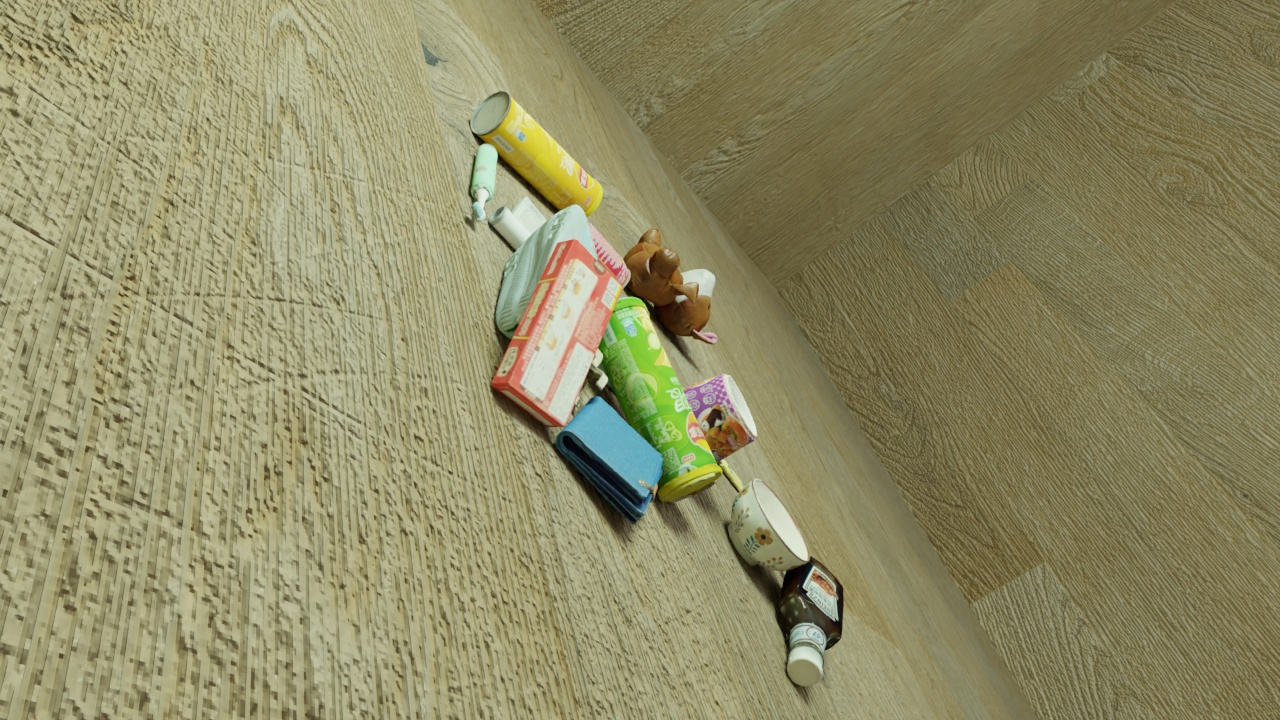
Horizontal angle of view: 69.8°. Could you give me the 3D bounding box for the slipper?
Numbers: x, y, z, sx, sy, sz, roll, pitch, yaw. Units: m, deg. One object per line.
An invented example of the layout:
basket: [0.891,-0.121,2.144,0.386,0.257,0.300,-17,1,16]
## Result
slipper: [-0.086,-0.084,0.931,0.074,0.104,0.245,43,22,-20]

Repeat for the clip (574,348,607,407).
clip: [-0.068,0.018,0.922,0.034,0.081,0.104,49,-3,-14]

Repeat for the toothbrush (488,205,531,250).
toothbrush: [-0.094,-0.093,1.076,0.221,0.027,0.026,47,33,-27]

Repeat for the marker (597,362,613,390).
marker: [-0.036,0.017,1.026,0.130,0.018,0.022,46,10,-32]

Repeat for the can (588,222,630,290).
can: [-0.064,-0.126,1.174,0.094,0.067,0.066,46,16,-29]

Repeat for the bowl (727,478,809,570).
bowl: [0.143,0.203,1.082,0.113,0.062,0.113,48,15,-17]

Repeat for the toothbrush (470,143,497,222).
toothbrush: [-0.182,-0.204,1.058,0.224,0.026,0.027,-101,174,-59]

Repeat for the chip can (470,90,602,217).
chip can: [-0.141,-0.279,1.280,0.213,0.072,0.072,38,21,-46]

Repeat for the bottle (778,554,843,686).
bottle: [0.191,0.293,1.030,0.080,0.044,0.194,44,22,-1]

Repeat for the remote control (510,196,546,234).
remote control: [-0.137,-0.166,1.119,0.049,0.024,0.124,51,14,-16]

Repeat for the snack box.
snack box: [-0.070,-0.024,0.805,0.075,0.026,0.152,42,58,-39]

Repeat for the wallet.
wallet: [-0.024,0.089,0.852,0.106,0.040,0.133,45,14,-2]

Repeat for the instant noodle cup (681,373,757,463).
instant noodle cup: [0.074,0.072,1.056,0.111,0.099,0.111,57,16,-26]

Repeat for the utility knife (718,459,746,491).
utility knife: [0.137,0.175,1.242,0.195,0.020,0.031,48,9,-7]

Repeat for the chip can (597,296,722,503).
chip can: [0.011,0.037,0.972,0.221,0.073,0.072,66,17,18]

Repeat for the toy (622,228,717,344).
toy: [0.056,-0.114,1.455,0.199,0.130,0.140,56,5,-34]
